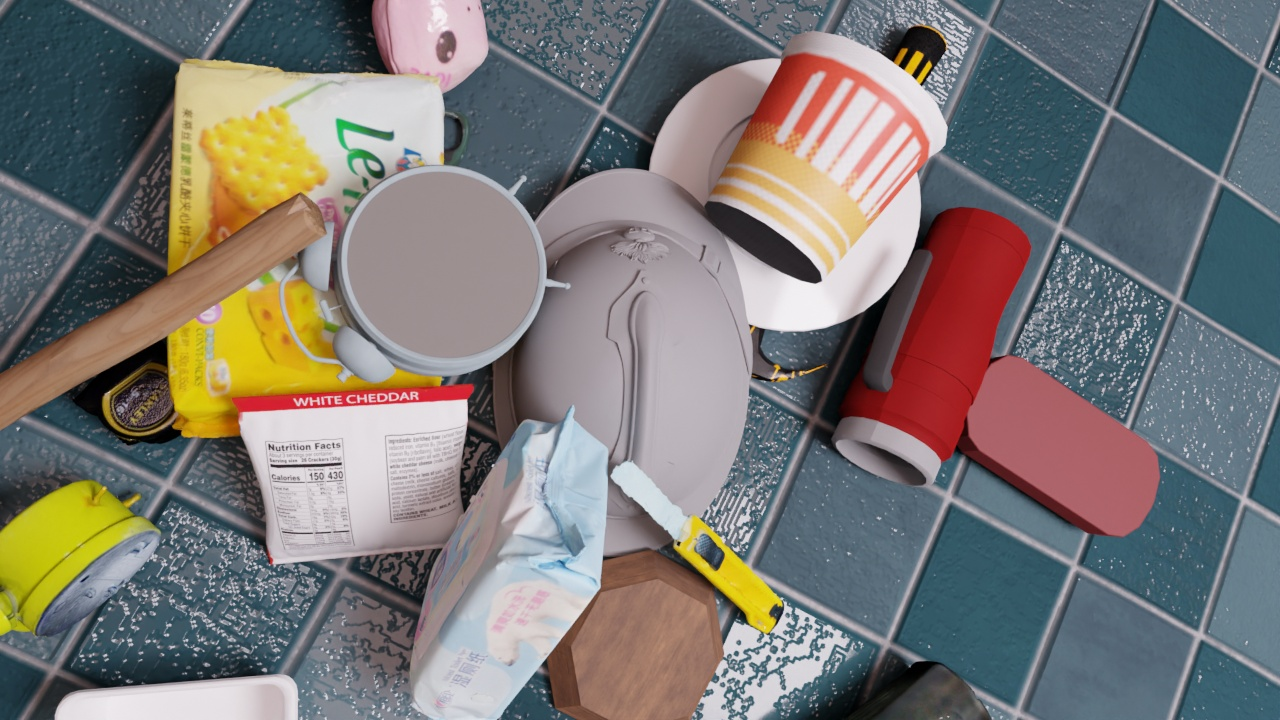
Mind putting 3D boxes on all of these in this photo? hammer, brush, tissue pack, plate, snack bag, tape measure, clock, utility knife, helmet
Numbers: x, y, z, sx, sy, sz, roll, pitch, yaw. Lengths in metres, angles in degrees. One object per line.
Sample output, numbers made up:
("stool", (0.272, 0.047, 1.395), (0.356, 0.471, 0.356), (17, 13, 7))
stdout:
("hammer", (0.151, -0.128, 0.707), (0.123, 0.036, 0.320), (34, 79, -7))
("brush", (0.317, 0.068, 0.715), (0.173, 0.042, 0.082), (32, 77, -7))
("tissue pack", (-0.076, 0.121, 0.536), (0.070, 0.182, 0.111), (22, 35, -14))
("hammer", (-0.316, -0.001, 0.512), (0.329, 0.052, 0.098), (-27, 90, 8))
("plate", (-0.001, 0.196, 0.623), (0.131, 0.025, 0.131), (0, 89, -15))
("plate", (0.109, -0.126, 0.675), (0.208, 0.015, 0.208), (1, 83, -8))
("snack bag", (-0.169, 0.075, 0.563), (0.130, 0.144, 0.039), (-3, 40, -14))
("tape measure", (-0.309, 0.022, 0.576), (0.061, 0.034, 0.061), (42, 77, -2))
("clock", (-0.129, -0.049, 0.540), (0.159, 0.045, 0.122), (-23, 91, -21))
("utility knife", (0.042, 0.126, 0.595), (0.225, 0.019, 0.030), (47, 58, -37))
("snack bag", (-0.206, -0.066, 0.579), (0.159, 0.068, 0.247), (1, 85, -17))
("helmet", (-0.003, 0.003, 0.592), (0.183, 0.118, 0.271), (2, 91, -8))
("clock", (-0.340, 0.124, 0.530), (0.057, 0.083, 0.119), (43, 72, 1))

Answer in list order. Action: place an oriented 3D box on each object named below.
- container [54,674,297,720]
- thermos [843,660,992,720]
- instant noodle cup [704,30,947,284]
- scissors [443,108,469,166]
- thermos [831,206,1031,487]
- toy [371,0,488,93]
("container", (-0.271, 0.230, 0.549), (0.129, 0.050, 0.080), (0, 83, -13))
("thermos", (0.138, 0.297, 0.617), (0.220, 0.098, 0.098), (-32, 91, -20))
("instant noodle cup", (0.115, -0.127, 0.612), (0.123, 0.123, 0.121), (35, 87, -7))
("scissors", (-0.197, -0.088, 0.628), (0.201, 0.015, 0.204), (-18, 89, -15))
("thermos", (0.210, -0.017, 0.672), (0.108, 0.084, 0.198), (43, 69, -43))
("toy", (-0.171, -0.293, 0.596), (0.088, 0.189, 0.238), (-20, 117, 12))
